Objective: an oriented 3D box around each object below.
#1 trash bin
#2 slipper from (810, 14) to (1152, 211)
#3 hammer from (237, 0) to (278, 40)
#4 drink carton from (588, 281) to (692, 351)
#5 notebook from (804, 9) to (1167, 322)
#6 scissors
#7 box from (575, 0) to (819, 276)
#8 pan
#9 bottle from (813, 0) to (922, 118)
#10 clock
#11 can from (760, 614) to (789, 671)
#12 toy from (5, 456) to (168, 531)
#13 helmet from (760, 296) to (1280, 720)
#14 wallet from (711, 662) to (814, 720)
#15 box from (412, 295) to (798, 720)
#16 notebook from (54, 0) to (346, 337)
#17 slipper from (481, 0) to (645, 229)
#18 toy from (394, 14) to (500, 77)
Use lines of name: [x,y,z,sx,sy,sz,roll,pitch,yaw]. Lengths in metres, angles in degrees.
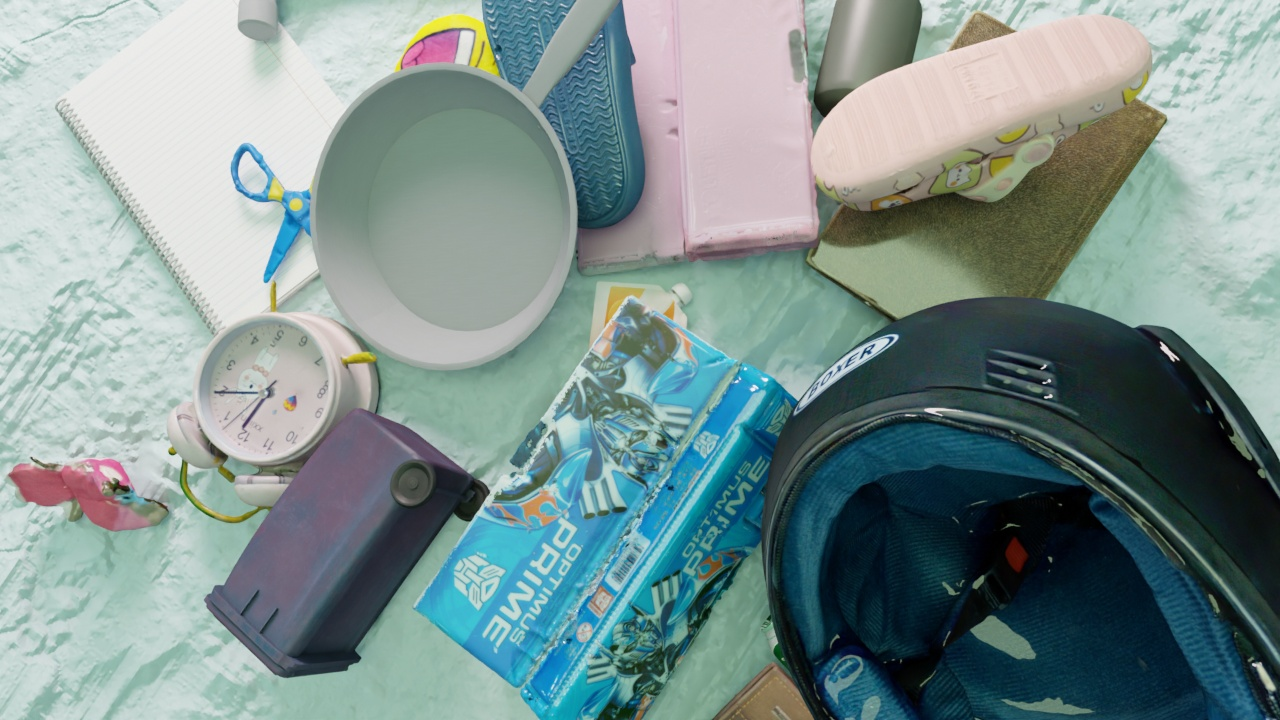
trash bin: [-0.189,0.122,0.598,0.092,0.094,0.160,34,85,19]
slipper: [0.204,-0.140,0.562,0.197,0.081,0.093,-20,48,14]
hammer: [-0.150,-0.313,0.685,0.311,0.029,0.125,-3,78,4]
drink carton: [-0.004,0.004,0.626,0.069,0.039,0.122,4,76,8]
notebook: [0.242,-0.097,0.608,0.190,0.034,0.215,36,88,9]
scissors: [-0.244,-0.117,0.669,0.127,0.015,0.125,-37,84,1]
box: [0.029,-0.180,0.629,0.179,0.039,0.232,-6,81,17]
pan: [-0.082,-0.150,0.592,0.201,0.050,0.357,45,108,9]
bottle: [0.156,-0.217,0.622,0.060,0.060,0.108,13,84,8]
clock: [-0.257,0.037,0.634,0.117,0.059,0.158,33,87,10]
can: [0.126,0.190,0.571,0.053,0.053,0.101,-45,80,-1]
toy: [-0.390,0.086,0.648,0.102,0.065,0.050,4,50,10]
helmet: [0.214,0.116,0.477,0.250,0.235,0.316,-42,77,30]
wallet: [0.093,0.262,0.566,0.121,0.026,0.099,45,107,13]
box: [-0.002,0.103,0.562,0.170,0.071,0.243,35,87,-17]
notebook: [-0.310,-0.158,0.692,0.178,0.013,0.245,-38,80,-2]
slipper: [-0.042,-0.196,0.623,0.104,0.059,0.213,-15,91,32]
toy: [-0.135,-0.203,0.663,0.094,0.041,0.095,18,87,12]
